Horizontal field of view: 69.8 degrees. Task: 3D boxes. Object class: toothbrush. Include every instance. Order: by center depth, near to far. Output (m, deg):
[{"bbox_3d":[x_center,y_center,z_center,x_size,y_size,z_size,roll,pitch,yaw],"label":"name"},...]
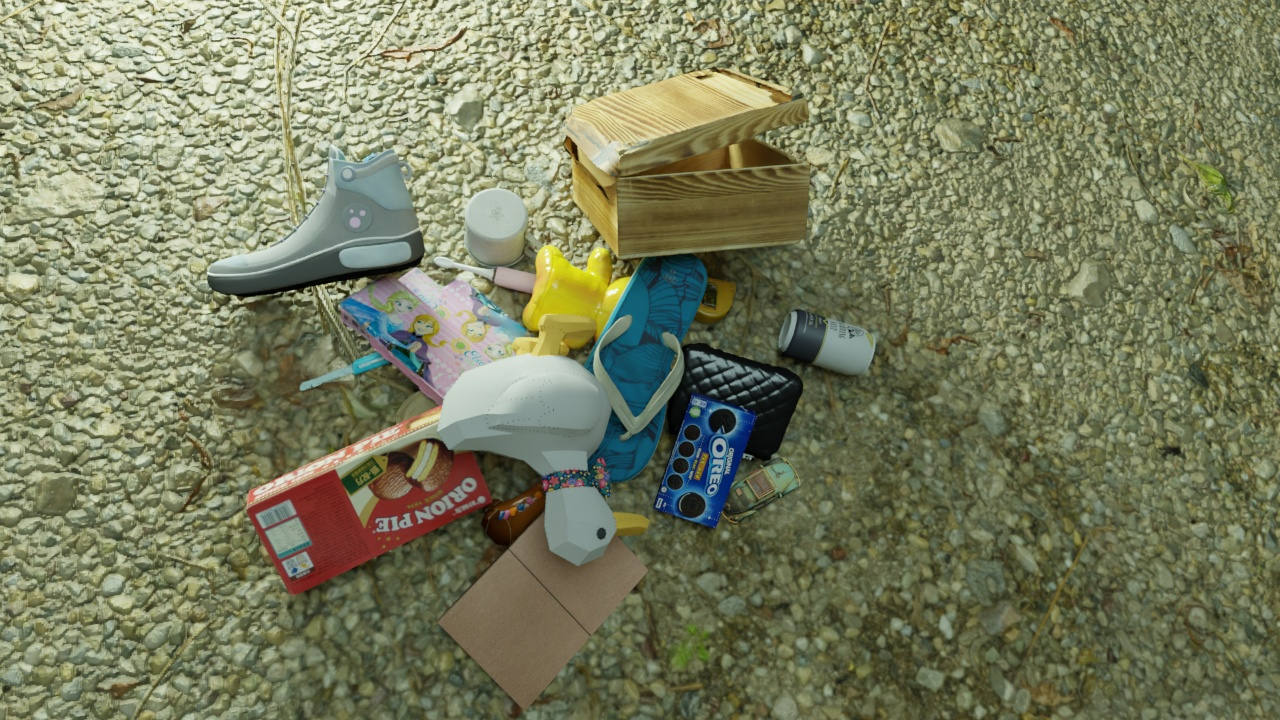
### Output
[{"bbox_3d":[-0.156,-0.103,1.184,0.222,0.027,0.027,13,74,-5],"label":"toothbrush"}]

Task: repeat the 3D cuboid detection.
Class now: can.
[{"bbox_3d":[-0.245,0.079,1.088,0.086,0.043,0.086,3,68,-9],"label":"can"},{"bbox_3d":[0.250,-0.021,1.205,0.127,0.064,0.064,17,67,-4],"label":"can"}]

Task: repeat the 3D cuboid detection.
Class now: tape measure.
[{"bbox_3d":[0.090,-0.081,1.219,0.068,0.030,0.058,12,65,-5],"label":"tape measure"}]

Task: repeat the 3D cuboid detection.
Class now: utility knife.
[{"bbox_3d":[-0.331,0.005,1.118,0.168,0.015,0.022,-24,105,-16],"label":"utility knife"}]

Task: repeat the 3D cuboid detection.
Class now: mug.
[{"bbox_3d":[-0.172,-0.165,1.182,0.113,0.071,0.084,21,67,0],"label":"mug"}]

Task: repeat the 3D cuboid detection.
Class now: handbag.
[{"bbox_3d":[0.108,0.053,1.154,0.153,0.115,0.125,17,90,-7],"label":"handbag"}]

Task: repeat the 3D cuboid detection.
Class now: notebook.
[{"bbox_3d":[-0.105,0.264,1.035,0.208,0.008,0.141,-45,101,-22],"label":"notebook"}]

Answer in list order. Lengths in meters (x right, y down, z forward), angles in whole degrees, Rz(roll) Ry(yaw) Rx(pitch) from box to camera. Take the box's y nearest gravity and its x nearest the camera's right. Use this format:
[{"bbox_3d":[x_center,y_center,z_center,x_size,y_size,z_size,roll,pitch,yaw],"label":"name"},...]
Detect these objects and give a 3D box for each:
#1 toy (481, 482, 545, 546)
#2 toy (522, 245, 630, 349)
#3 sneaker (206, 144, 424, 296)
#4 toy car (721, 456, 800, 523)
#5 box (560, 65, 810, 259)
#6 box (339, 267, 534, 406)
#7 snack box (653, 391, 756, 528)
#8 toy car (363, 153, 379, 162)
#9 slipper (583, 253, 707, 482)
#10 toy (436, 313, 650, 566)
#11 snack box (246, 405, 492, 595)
[{"bbox_3d":[-0.138,0.168,1.042,0.090,0.103,0.070,-35,73,-14],"label":"toy"},{"bbox_3d":[-0.046,-0.068,1.138,0.194,0.087,0.134,21,93,-10],"label":"toy"},{"bbox_3d":[-0.394,-0.167,1.091,0.256,0.093,0.160,-9,97,-4],"label":"sneaker"},{"bbox_3d":[0.148,0.156,1.126,0.111,0.047,0.047,-28,75,-17],"label":"toy car"},{"bbox_3d":[0.039,-0.250,1.127,0.247,0.176,0.279,-9,27,-12],"label":"box"},{"bbox_3d":[-0.229,-0.033,1.117,0.230,0.035,0.159,39,53,14],"label":"box"},{"bbox_3d":[0.076,0.120,1.096,0.082,0.027,0.150,17,102,-1],"label":"snack box"},{"bbox_3d":[-0.344,-0.207,1.175,0.044,0.056,0.120,0,73,14],"label":"toy car"},{"bbox_3d":[-0.006,0.006,1.080,0.118,0.060,0.295,22,98,2],"label":"slipper"},{"bbox_3d":[-0.102,0.085,1.001,0.246,0.141,0.267,12,64,-30],"label":"toy"},{"bbox_3d":[-0.294,0.149,1.007,0.236,0.060,0.113,-25,108,-13],"label":"snack box"}]
